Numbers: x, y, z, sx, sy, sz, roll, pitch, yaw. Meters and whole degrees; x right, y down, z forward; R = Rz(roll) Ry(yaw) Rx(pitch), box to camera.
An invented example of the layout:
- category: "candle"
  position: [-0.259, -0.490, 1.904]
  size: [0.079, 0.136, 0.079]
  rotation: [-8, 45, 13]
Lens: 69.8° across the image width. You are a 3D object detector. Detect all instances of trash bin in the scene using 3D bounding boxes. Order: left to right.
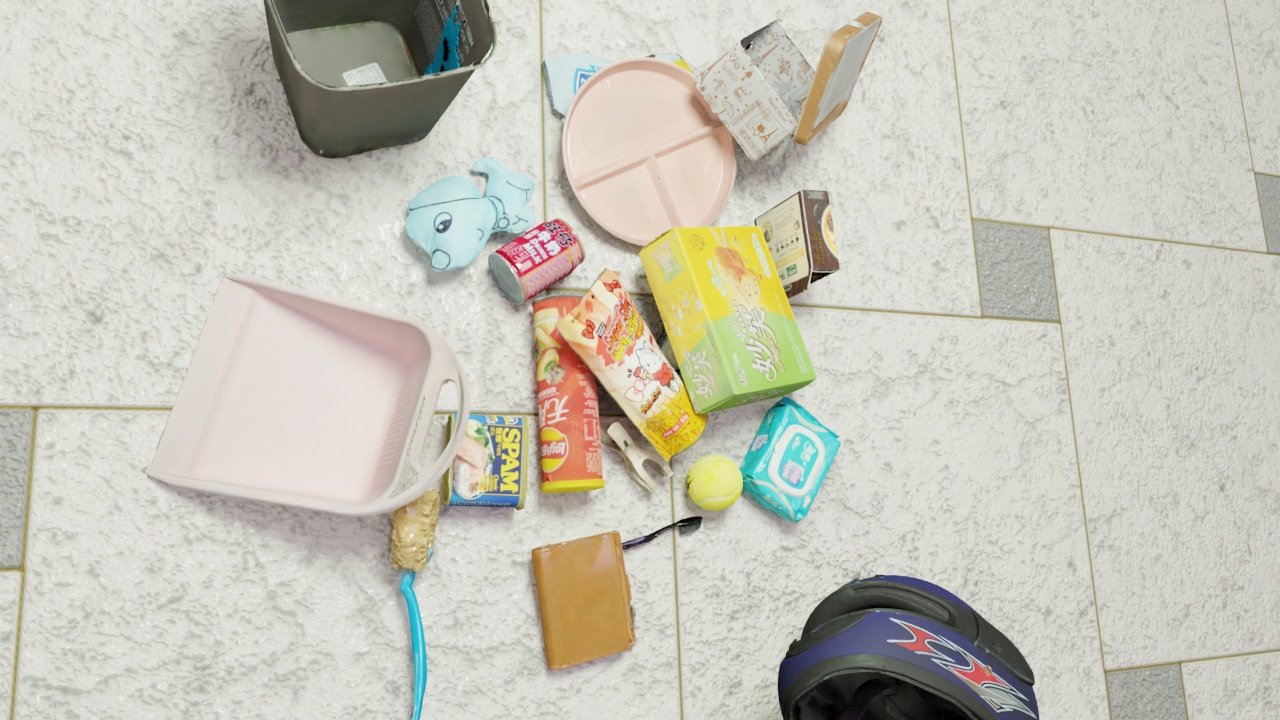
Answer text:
- category: "trash bin"
  position: [-0.279, -0.327, 0.934]
  size: [0.198, 0.220, 0.199]
  rotation: [-18, 86, -24]

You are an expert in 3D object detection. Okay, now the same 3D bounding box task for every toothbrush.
- category: "toothbrush"
  position: [-0.010, 0.211, 1.050]
  size: [0.188, 0.014, 0.017]
  rotation: [-14, 109, -23]

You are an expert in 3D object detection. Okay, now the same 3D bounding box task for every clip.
- category: "clip"
  position: [-0.009, 0.109, 1.056]
  size: [0.100, 0.071, 0.034]
  rotation: [44, 72, -15]

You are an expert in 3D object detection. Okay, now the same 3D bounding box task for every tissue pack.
- category: "tissue pack"
  position: [0.182, 0.121, 1.125]
  size: [0.093, 0.050, 0.133]
  rotation: [34, 68, -12]

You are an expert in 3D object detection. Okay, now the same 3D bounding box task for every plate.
- category: "plate"
  position: [0.011, -0.251, 1.118]
  size: [0.229, 0.028, 0.229]
  rotation: [0, 90, -22]

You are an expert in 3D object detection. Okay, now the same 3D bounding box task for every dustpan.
- category: "dustpan"
  position: [-0.313, 0.034, 0.892]
  size: [0.273, 0.139, 0.222]
  rotation: [16, 74, -19]

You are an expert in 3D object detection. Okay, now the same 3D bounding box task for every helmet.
- category: "helmet"
  position: [0.286, 0.356, 1.014]
  size: [0.315, 0.248, 0.239]
  rotation: [45, 24, -15]

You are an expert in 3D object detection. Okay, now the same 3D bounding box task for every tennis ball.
- category: "tennis ball"
  position: [0.087, 0.143, 1.073]
  size: [0.065, 0.066, 0.065]
  rotation: [5, 78, -22]

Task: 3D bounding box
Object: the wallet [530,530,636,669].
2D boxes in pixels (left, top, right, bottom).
- category: "wallet"
  position: [-0.060, 0.260, 1.003]
  size: [0.107, 0.031, 0.132]
  rotation: [-9, 91, -23]

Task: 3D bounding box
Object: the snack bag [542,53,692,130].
- category: "snack bag"
  position: [-0.021, -0.330, 1.142]
  size: [0.190, 0.039, 0.110]
  rotation: [-9, 91, -23]

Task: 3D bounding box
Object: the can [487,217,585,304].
- category: "can"
  position: [-0.117, -0.114, 1.041]
  size: [0.093, 0.067, 0.066]
  rotation: [-35, 94, -24]

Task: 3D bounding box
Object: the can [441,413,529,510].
- category: "can"
  position: [-0.166, 0.108, 0.982]
  size: [0.083, 0.057, 0.102]
  rotation: [4, 77, -19]

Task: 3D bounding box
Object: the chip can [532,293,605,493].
- category: "chip can"
  position: [-0.081, 0.037, 1.022]
  size: [0.073, 0.073, 0.216]
  rotation: [0, 80, -22]

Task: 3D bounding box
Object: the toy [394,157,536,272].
- category: "toy"
  position: [-0.194, -0.166, 1.028]
  size: [0.156, 0.050, 0.161]
  rotation: [3, 62, -14]

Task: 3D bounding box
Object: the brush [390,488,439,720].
- category: "brush"
  position: [-0.227, 0.247, 0.928]
  size: [0.046, 0.083, 0.254]
  rotation: [-1, 87, -6]

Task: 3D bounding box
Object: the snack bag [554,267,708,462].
- category: "snack bag"
  position: [-0.006, 0.006, 1.034]
  size: [0.208, 0.073, 0.128]
  rotation: [56, 39, -19]

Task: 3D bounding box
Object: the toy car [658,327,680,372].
- category: "toy car"
  position: [0.048, -0.030, 1.111]
  size: [0.043, 0.034, 0.090]
  rotation: [26, 72, -19]

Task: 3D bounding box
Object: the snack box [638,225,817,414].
- category: "snack box"
  position: [0.105, -0.053, 1.083]
  size: [0.157, 0.070, 0.210]
  rotation: [-9, 75, -43]

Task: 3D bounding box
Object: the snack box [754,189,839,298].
- category: "snack box"
  position: [0.191, -0.135, 1.147]
  size: [0.053, 0.113, 0.125]
  rotation: [-3, 81, -24]

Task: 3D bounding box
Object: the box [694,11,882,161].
- category: "box"
  position: [0.201, -0.356, 1.121]
  size: [0.155, 0.188, 0.182]
  rotation: [49, 37, -6]
